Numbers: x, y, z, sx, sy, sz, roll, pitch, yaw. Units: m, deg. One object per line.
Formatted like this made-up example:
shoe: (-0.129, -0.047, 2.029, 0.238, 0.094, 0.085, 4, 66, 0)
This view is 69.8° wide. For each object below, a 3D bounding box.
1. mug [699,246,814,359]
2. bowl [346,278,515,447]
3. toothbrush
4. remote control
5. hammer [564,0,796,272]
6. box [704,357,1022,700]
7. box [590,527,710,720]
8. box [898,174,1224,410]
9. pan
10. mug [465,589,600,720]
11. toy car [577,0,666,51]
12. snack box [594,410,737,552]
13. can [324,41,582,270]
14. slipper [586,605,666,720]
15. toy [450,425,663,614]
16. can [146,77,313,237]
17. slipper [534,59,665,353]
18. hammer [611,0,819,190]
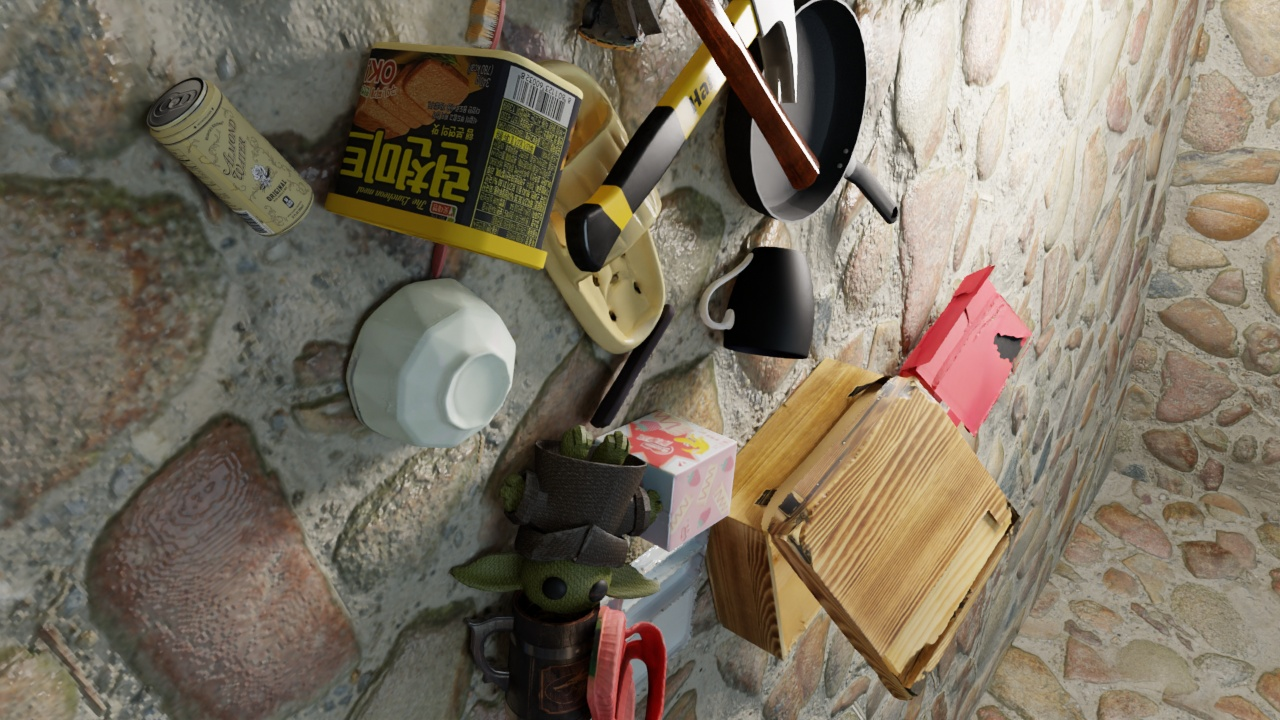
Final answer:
mug: (0.113, -0.059, 0.887, 0.118, 0.085, 0.100, 10, 87, -24)
bowl: (-0.126, 0.009, 0.606, 0.117, 0.061, 0.118, -31, 133, -39)
toothbrush: (-0.115, -0.142, 0.590, 0.015, 0.015, 0.184, -1, 109, -52)
remote control: (-0.005, 0.005, 0.786, 0.009, 0.046, 0.124, 34, 76, -14)
hammer: (0.035, -0.183, 0.654, 0.323, 0.034, 0.170, -59, 141, -29)
box: (0.250, 0.175, 1.025, 0.278, 0.264, 0.270, -41, 134, -31)
box: (-0.006, 0.271, 0.934, 0.208, 0.038, 0.190, -29, 136, -41)
box: (0.480, -0.064, 1.175, 0.214, 0.138, 0.469, -47, 172, -28)
pan: (0.187, -0.214, 0.922, 0.355, 0.044, 0.204, 25, 87, -54)
mug: (-0.091, 0.252, 0.779, 0.115, 0.080, 0.107, -4, 111, -24)
toy car: (-0.002, -0.261, 0.649, 0.111, 0.047, 0.047, -66, 163, -11)
snack box: (0.021, 0.104, 0.824, 0.094, 0.093, 0.080, -21, 123, -46)
can: (-0.105, -0.117, 0.517, 0.072, 0.131, 0.101, 11, 95, -54)
slipper: (-0.007, 0.279, 0.792, 0.249, 0.059, 0.103, 86, 10, -56)
toy: (-0.051, 0.129, 0.738, 0.179, 0.078, 0.153, 10, 94, -25)
can: (-0.207, -0.102, 0.468, 0.038, 0.038, 0.079, -56, 143, -17)
slipper: (-0.020, -0.102, 0.682, 0.111, 0.079, 0.262, -53, 142, -27)
hammer: (0.064, -0.209, 0.637, 0.300, 0.028, 0.111, 38, 67, -53)
